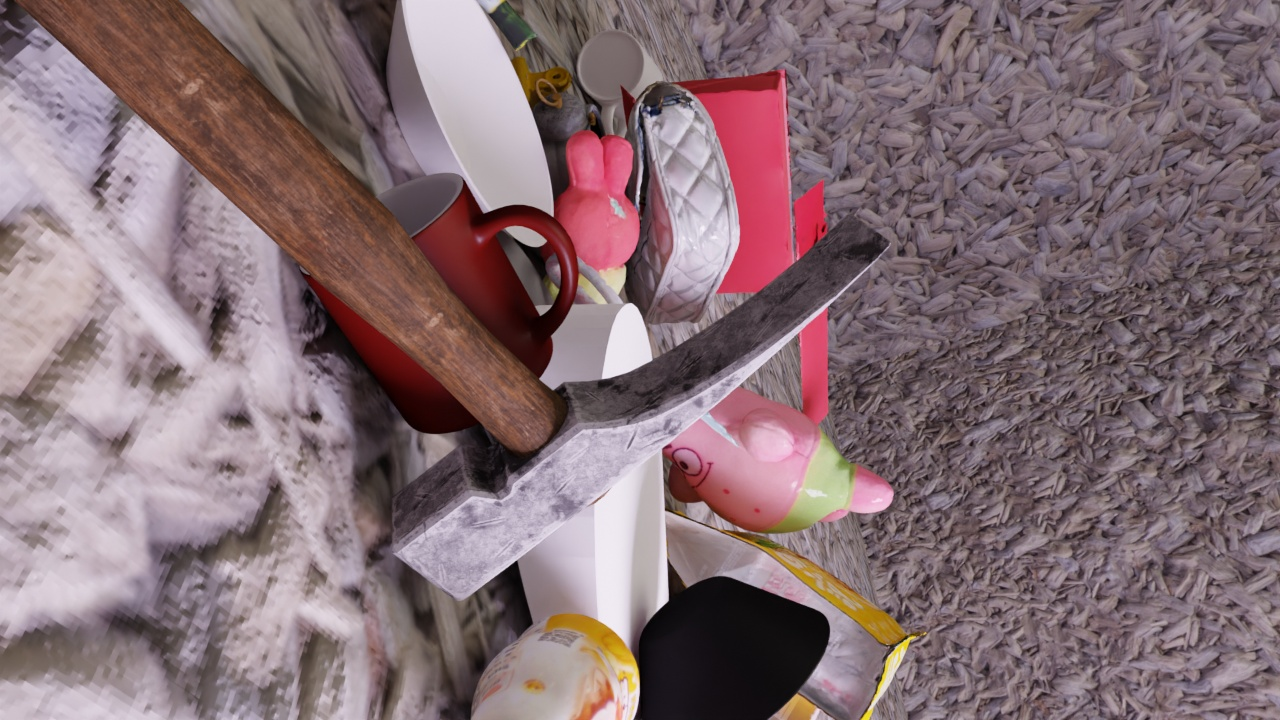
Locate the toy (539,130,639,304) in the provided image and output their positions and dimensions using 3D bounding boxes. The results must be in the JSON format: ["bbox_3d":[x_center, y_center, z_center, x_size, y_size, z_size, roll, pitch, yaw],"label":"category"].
[{"bbox_3d":[-0.035,-0.092,0.638,0.091,0.045,0.135,-23,127,-50],"label":"toy"}]

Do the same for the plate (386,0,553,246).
[{"bbox_3d":[-0.105,-0.144,0.534,0.173,0.036,0.174,-17,90,-76],"label":"plate"}]

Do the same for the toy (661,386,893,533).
[{"bbox_3d":[0.066,0.064,0.693,0.096,0.236,0.192,-60,-176,-25],"label":"toy"}]

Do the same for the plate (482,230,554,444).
[{"bbox_3d":[-0.070,0.005,0.539,0.178,0.012,0.178,-17,90,-76],"label":"plate"}]

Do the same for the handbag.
[{"bbox_3d":[0.015,-0.114,0.744,0.195,0.072,0.138,112,-34,-68],"label":"handbag"}]

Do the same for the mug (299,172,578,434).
[{"bbox_3d":[-0.071,-0.027,0.376,0.073,0.106,0.082,-76,146,-51],"label":"mug"}]

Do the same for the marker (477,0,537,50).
[{"bbox_3d":[-0.120,-0.258,0.576,0.146,0.017,0.017,50,19,-12],"label":"marker"}]

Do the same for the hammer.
[{"bbox_3d":[-0.074,-0.070,0.295,0.300,0.218,0.037,48,7,-30],"label":"hammer"}]

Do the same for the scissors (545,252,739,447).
[{"bbox_3d":[-0.007,-0.006,0.598,0.175,0.013,0.171,54,-26,-10],"label":"scissors"}]

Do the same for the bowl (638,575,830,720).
[{"bbox_3d":[0.037,0.157,0.506,0.052,0.124,0.124,55,16,-4],"label":"bowl"}]

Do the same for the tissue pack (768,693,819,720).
[{"bbox_3d":[0.077,0.251,0.651,0.104,0.071,0.181,30,-1,17],"label":"tissue pack"}]

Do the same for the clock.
[{"bbox_3d":[-0.054,-0.152,0.686,0.148,0.056,0.103,72,14,-58],"label":"clock"}]

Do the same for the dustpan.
[{"bbox_3d":[-0.028,0.097,0.521,0.191,0.053,0.258,-49,137,-74],"label":"dustpan"}]

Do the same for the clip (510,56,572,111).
[{"bbox_3d":[-0.080,-0.215,0.723,0.046,0.048,0.054,6,55,-24],"label":"clip"}]

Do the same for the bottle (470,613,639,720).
[{"bbox_3d":[-0.040,0.146,0.374,0.108,0.063,0.063,-10,83,-75],"label":"bottle"}]

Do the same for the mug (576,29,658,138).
[{"bbox_3d":[-0.023,-0.287,0.989,0.090,0.074,0.110,-5,103,-76],"label":"mug"}]

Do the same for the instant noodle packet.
[{"bbox_3d":[0.093,0.168,0.683,0.221,0.084,0.163,35,1,24],"label":"instant noodle packet"}]

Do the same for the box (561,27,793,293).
[{"bbox_3d":[0.029,-0.219,0.983,0.374,0.148,0.213,-131,-155,-53],"label":"box"}]
